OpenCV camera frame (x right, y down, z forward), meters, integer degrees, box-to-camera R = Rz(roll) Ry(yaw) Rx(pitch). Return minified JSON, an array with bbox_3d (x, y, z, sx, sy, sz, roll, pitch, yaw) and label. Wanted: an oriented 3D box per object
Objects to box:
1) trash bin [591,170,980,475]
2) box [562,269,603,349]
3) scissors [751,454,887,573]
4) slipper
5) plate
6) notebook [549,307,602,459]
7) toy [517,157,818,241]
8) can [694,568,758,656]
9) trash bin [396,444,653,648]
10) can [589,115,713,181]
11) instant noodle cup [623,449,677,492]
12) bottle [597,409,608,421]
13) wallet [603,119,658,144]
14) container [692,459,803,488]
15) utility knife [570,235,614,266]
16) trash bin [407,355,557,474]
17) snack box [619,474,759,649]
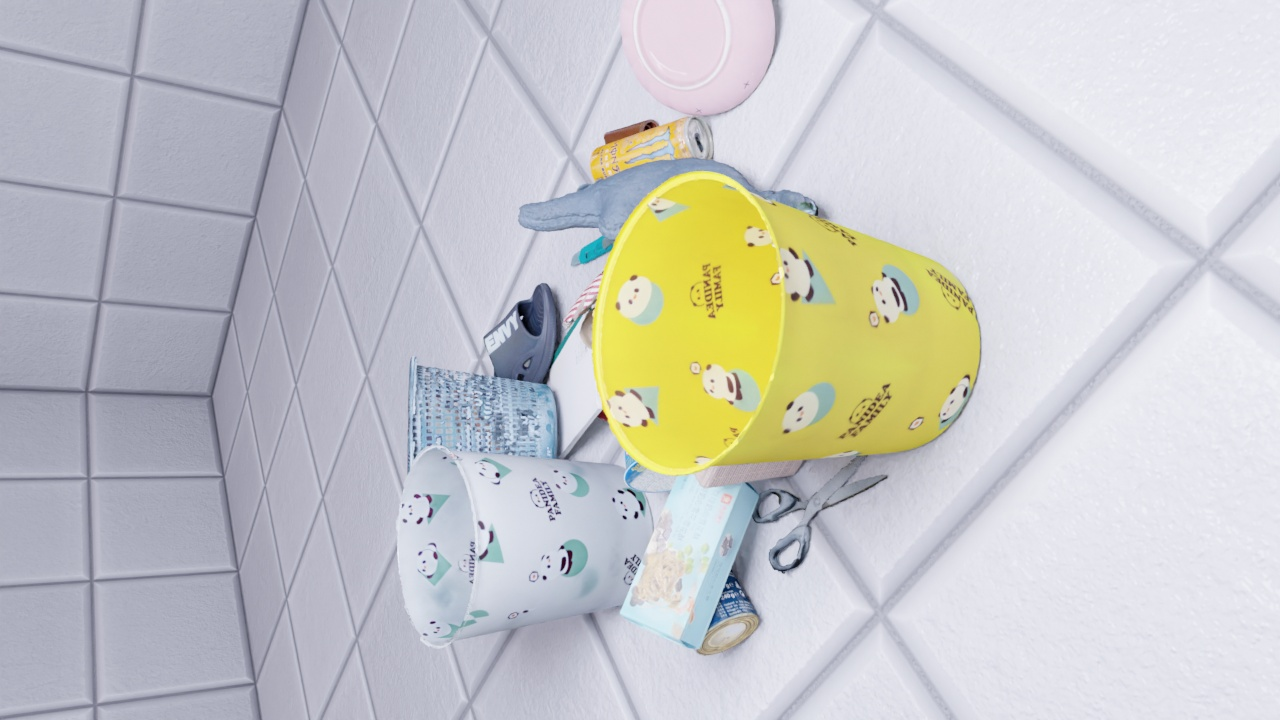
[{"bbox_3d":[0.128,-0.018,0.762,0.230,0.254,0.229,-11,76,54],"label":"trash bin"},{"bbox_3d":[-0.015,-0.080,1.112,0.163,0.086,0.076,-48,6,5],"label":"box"},{"bbox_3d":[0.168,0.139,0.901,0.163,0.014,0.165,25,106,52],"label":"scissors"},{"bbox_3d":[-0.193,0.007,1.356,0.269,0.083,0.110,-66,31,31],"label":"slipper"},{"bbox_3d":[0.052,-0.362,1.007,0.193,0.038,0.193,17,124,27],"label":"plate"},{"bbox_3d":[-0.090,0.032,1.222,0.210,0.012,0.150,129,139,-60],"label":"notebook"},{"bbox_3d":[0.037,-0.171,1.007,0.357,0.137,0.091,6,118,31],"label":"toy"},{"bbox_3d":[0.069,0.248,0.976,0.075,0.075,0.111,-60,43,32],"label":"can"},{"bbox_3d":[-0.137,0.217,1.119,0.230,0.251,0.229,-7,82,54],"label":"trash bin"},{"bbox_3d":[0.011,-0.244,1.090,0.146,0.058,0.058,-9,79,37],"label":"can"},{"bbox_3d":[0.020,0.082,1.056,0.099,0.099,0.109,-49,42,40],"label":"instant noodle cup"},{"bbox_3d":[-0.007,0.007,1.122,0.175,0.057,0.057,-55,45,37],"label":"bottle"},{"bbox_3d":[-0.018,-0.244,1.189,0.101,0.032,0.124,-1,85,57],"label":"wallet"},{"bbox_3d":[0.099,0.067,0.905,0.090,0.110,0.090,60,145,35],"label":"container"},{"bbox_3d":[-0.049,-0.156,1.237,0.175,0.013,0.029,-19,70,53],"label":"utility knife"},{"bbox_3d":[-0.219,0.108,1.267,0.227,0.195,0.226,180,91,-77],"label":"trash bin"},{"bbox_3d":[0.051,0.196,0.932,0.074,0.051,0.174,13,72,36],"label":"snack box"}]
